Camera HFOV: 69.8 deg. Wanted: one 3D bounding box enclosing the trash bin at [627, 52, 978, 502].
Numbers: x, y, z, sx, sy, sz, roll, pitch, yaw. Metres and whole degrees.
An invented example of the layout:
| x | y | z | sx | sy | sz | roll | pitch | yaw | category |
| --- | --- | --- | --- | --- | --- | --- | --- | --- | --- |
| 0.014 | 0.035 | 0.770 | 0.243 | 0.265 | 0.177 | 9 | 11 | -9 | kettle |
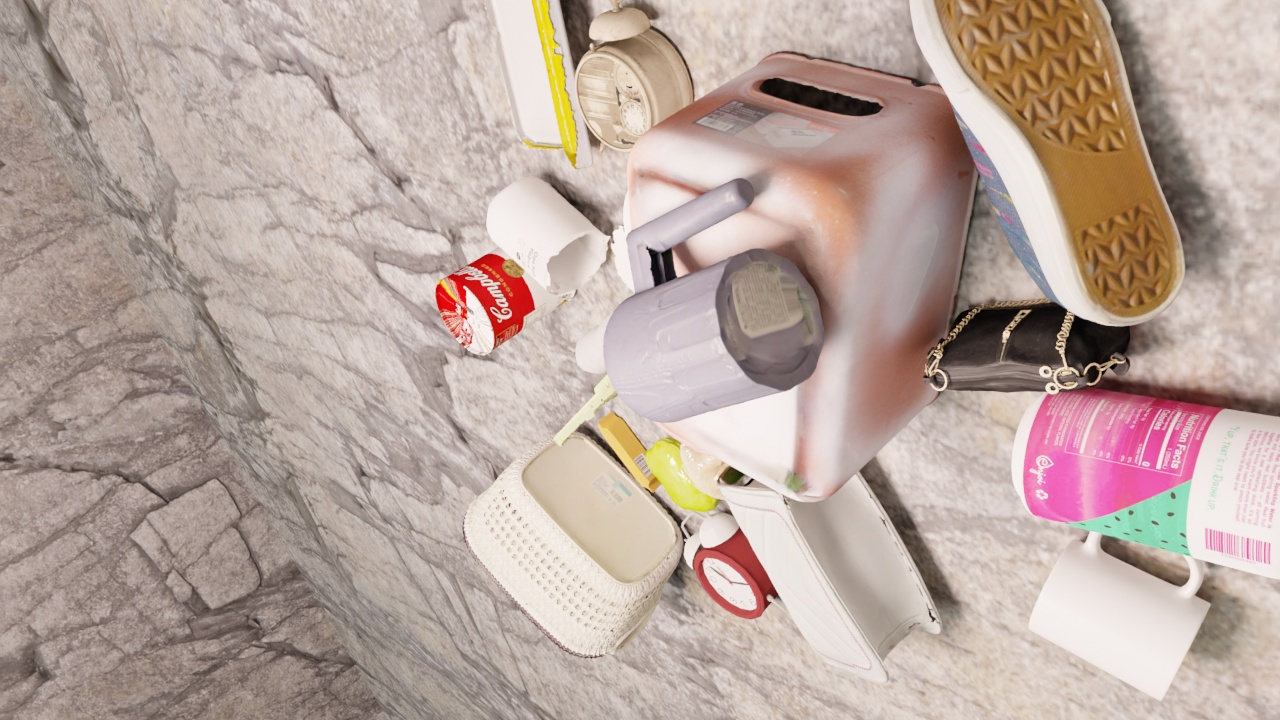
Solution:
| x | y | z | sx | sy | sz | roll | pitch | yaw | category |
| --- | --- | --- | --- | --- | --- | --- | --- | --- | --- |
| 0.102 | -0.050 | 0.633 | 0.182 | 0.157 | 0.260 | 27 | 139 | 33 | trash bin |

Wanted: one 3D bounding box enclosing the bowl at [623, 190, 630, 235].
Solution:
| x | y | z | sx | sy | sz | roll | pitch | yaw | category |
| --- | --- | --- | --- | --- | --- | --- | --- | --- | --- |
| 0.027 | -0.111 | 0.760 | 0.115 | 0.050 | 0.115 | 31 | 140 | 29 | bowl |

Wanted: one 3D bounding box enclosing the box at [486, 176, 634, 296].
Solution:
| x | y | z | sx | sy | sz | roll | pitch | yaw | category |
| --- | --- | --- | --- | --- | --- | --- | --- | --- | --- |
| -0.064 | -0.105 | 0.855 | 0.165 | 0.094 | 0.084 | 45 | 143 | 27 | box |

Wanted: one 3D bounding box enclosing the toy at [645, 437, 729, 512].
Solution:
| x | y | z | sx | sy | sz | roll | pitch | yaw | category |
| --- | --- | --- | --- | --- | --- | --- | --- | --- | --- |
| 0.057 | 0.112 | 0.933 | 0.092 | 0.043 | 0.118 | 55 | 144 | -5 | toy |

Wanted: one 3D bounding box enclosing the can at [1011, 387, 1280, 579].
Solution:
| x | y | z | sx | sy | sz | roll | pitch | yaw | category |
| --- | --- | --- | --- | --- | --- | --- | --- | --- | --- |
| 0.316 | 0.068 | 0.544 | 0.166 | 0.088 | 0.088 | 12 | 129 | 45 | can |

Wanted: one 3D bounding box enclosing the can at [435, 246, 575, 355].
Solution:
| x | y | z | sx | sy | sz | roll | pitch | yaw | category |
| --- | --- | --- | --- | --- | --- | --- | --- | --- | --- |
| -0.135 | -0.071 | 0.930 | 0.087 | 0.116 | 0.087 | 31 | 140 | 29 | can |

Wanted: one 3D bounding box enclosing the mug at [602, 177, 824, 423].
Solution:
| x | y | z | sx | sy | sz | roll | pitch | yaw | category |
| --- | --- | --- | --- | --- | --- | --- | --- | --- | --- |
| 0.037 | -0.032 | 0.530 | 0.104 | 0.083 | 0.124 | -19 | 78 | 54 | mug |

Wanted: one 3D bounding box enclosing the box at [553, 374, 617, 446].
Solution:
| x | y | z | sx | sy | sz | roll | pitch | yaw | category |
| --- | --- | --- | --- | --- | --- | --- | --- | --- | --- |
| -0.005 | 0.006 | 0.828 | 0.030 | 0.138 | 0.188 | 51 | 148 | 4 | box |

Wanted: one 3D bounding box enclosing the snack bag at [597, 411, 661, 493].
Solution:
| x | y | z | sx | sy | sz | roll | pitch | yaw | category |
| --- | --- | --- | --- | --- | --- | --- | --- | --- | --- |
| -0.011 | 0.102 | 1.019 | 0.099 | 0.026 | 0.020 | 52 | 146 | -1 | snack bag |

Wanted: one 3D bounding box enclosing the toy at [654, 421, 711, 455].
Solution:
| x | y | z | sx | sy | sz | roll | pitch | yaw | category |
| --- | --- | --- | --- | --- | --- | --- | --- | --- | --- |
| 0.053 | 0.035 | 0.864 | 0.108 | 0.053 | 0.105 | 39 | 133 | 20 | toy |

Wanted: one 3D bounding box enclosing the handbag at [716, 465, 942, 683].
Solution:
| x | y | z | sx | sy | sz | roll | pitch | yaw | category |
| --- | --- | --- | --- | --- | --- | --- | --- | --- | --- |
| 0.164 | 0.172 | 0.818 | 0.198 | 0.096 | 0.142 | 59 | 160 | -10 | handbag |

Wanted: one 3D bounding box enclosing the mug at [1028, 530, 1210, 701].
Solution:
| x | y | z | sx | sy | sz | roll | pitch | yaw | category |
| --- | --- | --- | --- | --- | --- | --- | --- | --- | --- |
| 0.335 | 0.161 | 0.632 | 0.090 | 0.073 | 0.111 | 27 | 112 | 33 | mug |

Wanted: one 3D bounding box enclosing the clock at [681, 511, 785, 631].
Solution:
| x | y | z | sx | sy | sz | roll | pitch | yaw | category |
| --- | --- | --- | --- | --- | --- | --- | --- | --- | --- |
| 0.097 | 0.217 | 0.973 | 0.137 | 0.048 | 0.096 | 43 | 145 | 12 | clock |

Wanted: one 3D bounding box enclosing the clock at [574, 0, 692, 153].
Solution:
| x | y | z | sx | sy | sz | roll | pitch | yaw | category |
| --- | --- | --- | --- | --- | --- | --- | --- | --- | --- |
| -0.013 | -0.222 | 0.706 | 0.093 | 0.054 | 0.141 | 23 | 138 | 37 | clock |

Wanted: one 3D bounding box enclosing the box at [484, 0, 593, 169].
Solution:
| x | y | z | sx | sy | sz | roll | pitch | yaw | category |
| --- | --- | --- | --- | --- | --- | --- | --- | --- | --- |
| -0.088 | -0.268 | 0.766 | 0.128 | 0.045 | 0.210 | 34 | 145 | 48 | box |

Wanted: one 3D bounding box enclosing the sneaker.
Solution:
| x | y | z | sx | sy | sz | roll | pitch | yaw | category |
| --- | --- | --- | --- | --- | --- | --- | --- | --- | --- |
| 0.220 | -0.129 | 0.513 | 0.235 | 0.087 | 0.079 | 61 | 180 | -6 | sneaker |

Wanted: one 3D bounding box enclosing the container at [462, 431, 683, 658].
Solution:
| x | y | z | sx | sy | sz | roll | pitch | yaw | category |
| --- | --- | --- | --- | --- | --- | --- | --- | --- | --- |
| -0.071 | 0.202 | 1.055 | 0.251 | 0.184 | 0.144 | 44 | 133 | 11 | container |

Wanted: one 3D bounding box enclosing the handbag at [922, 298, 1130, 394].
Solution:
| x | y | z | sx | sy | sz | roll | pitch | yaw | category |
| --- | --- | --- | --- | --- | --- | --- | --- | --- | --- |
| 0.241 | -0.002 | 0.578 | 0.129 | 0.078 | 0.054 | 0 | 118 | 48 | handbag |

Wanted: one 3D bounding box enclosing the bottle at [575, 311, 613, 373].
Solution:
| x | y | z | sx | sy | sz | roll | pitch | yaw | category |
| --- | --- | --- | --- | --- | --- | --- | --- | --- | --- |
| -0.020 | -0.026 | 0.898 | 0.044 | 0.044 | 0.137 | 54 | 146 | -1 | bottle |
